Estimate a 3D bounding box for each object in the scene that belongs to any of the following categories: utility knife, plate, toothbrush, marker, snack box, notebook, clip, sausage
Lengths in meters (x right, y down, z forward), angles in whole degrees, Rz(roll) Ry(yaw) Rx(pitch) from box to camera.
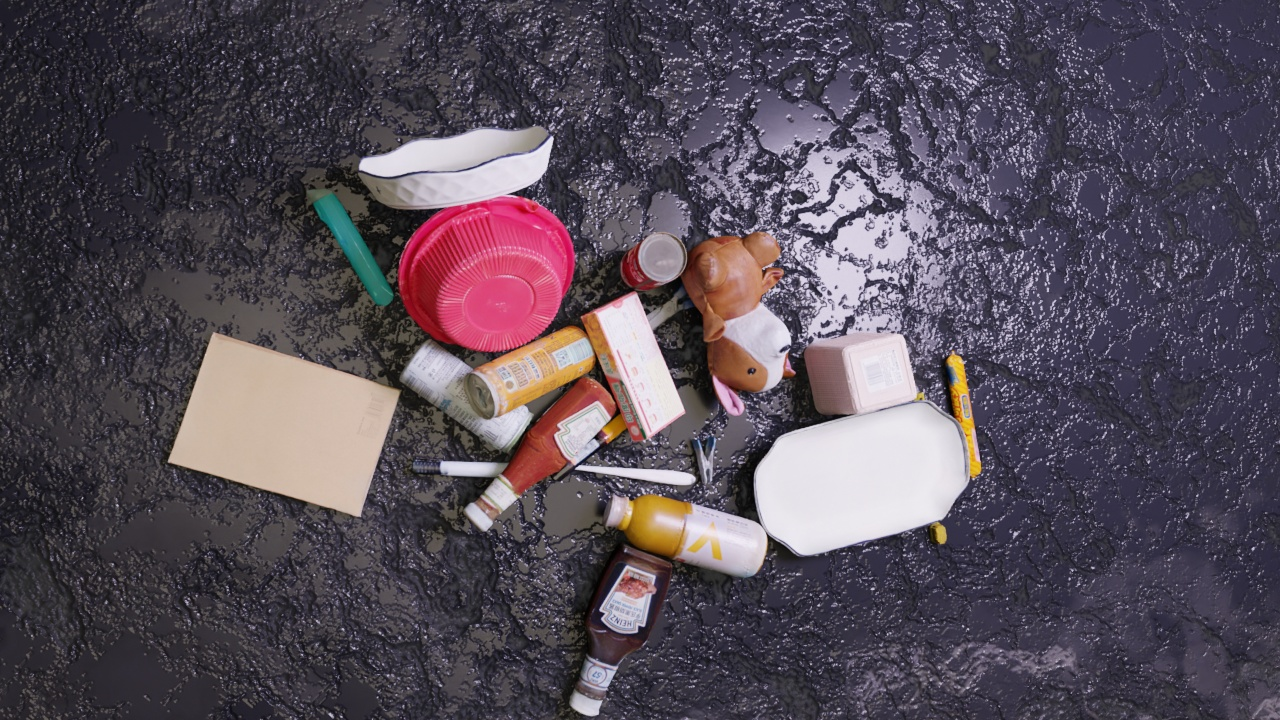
[{"bbox_3d":[-0.323,-0.128,1.026,0.029,0.013,0.151,-30,97,-6],"label":"utility knife"},{"bbox_3d":[0.262,0.137,1.101,0.265,0.034,0.162,-15,103,-4],"label":"plate"},{"bbox_3d":[0.360,0.135,1.143,0.015,0.016,0.190,-8,91,-10],"label":"toothbrush"},{"bbox_3d":[-0.022,0.131,1.076,0.180,0.016,0.016,7,90,-10],"label":"toothbrush"},{"bbox_3d":[-0.194,0.122,1.045,0.130,0.018,0.022,2,91,-10],"label":"marker"},{"bbox_3d":[-0.006,0.006,1.047,0.076,0.027,0.156,-31,102,-46],"label":"snack box"},{"bbox_3d":[-0.390,0.072,1.014,0.211,0.012,0.149,18,86,-10],"label":"notebook"},{"bbox_3d":[0.076,0.119,1.090,0.045,0.027,0.058,-7,95,-17],"label":"clip"},{"bbox_3d":[-0.191,-0.203,0.964,0.204,0.204,0.046,-13,115,-10],"label":"plate"},{"bbox_3d":[0.404,0.069,1.148,0.021,0.021,0.165,-11,91,-10],"label":"sausage"},{"bbox_3d":[-0.054,0.098,1.061,0.123,0.015,0.018,-39,82,-17],"label":"marker"}]

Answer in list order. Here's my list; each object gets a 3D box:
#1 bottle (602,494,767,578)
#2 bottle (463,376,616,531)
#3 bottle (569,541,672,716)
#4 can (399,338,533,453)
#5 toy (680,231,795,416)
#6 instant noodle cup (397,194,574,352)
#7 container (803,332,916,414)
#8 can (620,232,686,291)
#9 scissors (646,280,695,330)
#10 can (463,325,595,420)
[{"bbox_3d":[0.051,0.198,1.062,0.189,0.068,0.068,17,87,-9],"label":"bottle"},{"bbox_3d":[-0.114,0.106,1.026,0.060,0.060,0.205,46,75,-7],"label":"bottle"},{"bbox_3d":[-0.030,0.312,1.061,0.080,0.044,0.195,23,87,-8],"label":"bottle"},{"bbox_3d":[-0.194,0.040,1.024,0.146,0.058,0.058,36,84,-8],"label":"can"},{"bbox_3d":[0.121,-0.045,1.047,0.139,0.130,0.200,-24,115,-27],"label":"toy"},{"bbox_3d":[-0.155,-0.077,0.975,0.193,0.065,0.194,-14,135,-14],"label":"instant noodle cup"},{"bbox_3d":[0.260,0.015,1.078,0.090,0.111,0.090,-13,92,-10],"label":"container"},{"bbox_3d":[0.012,-0.108,1.023,0.053,0.133,0.053,0,90,-10],"label":"can"},{"bbox_3d":[0.048,-0.058,1.092,0.125,0.012,0.173,28,87,-9],"label":"scissors"},{"bbox_3d":[-0.119,0.012,1.008,0.145,0.058,0.058,-27,95,-38],"label":"can"}]
